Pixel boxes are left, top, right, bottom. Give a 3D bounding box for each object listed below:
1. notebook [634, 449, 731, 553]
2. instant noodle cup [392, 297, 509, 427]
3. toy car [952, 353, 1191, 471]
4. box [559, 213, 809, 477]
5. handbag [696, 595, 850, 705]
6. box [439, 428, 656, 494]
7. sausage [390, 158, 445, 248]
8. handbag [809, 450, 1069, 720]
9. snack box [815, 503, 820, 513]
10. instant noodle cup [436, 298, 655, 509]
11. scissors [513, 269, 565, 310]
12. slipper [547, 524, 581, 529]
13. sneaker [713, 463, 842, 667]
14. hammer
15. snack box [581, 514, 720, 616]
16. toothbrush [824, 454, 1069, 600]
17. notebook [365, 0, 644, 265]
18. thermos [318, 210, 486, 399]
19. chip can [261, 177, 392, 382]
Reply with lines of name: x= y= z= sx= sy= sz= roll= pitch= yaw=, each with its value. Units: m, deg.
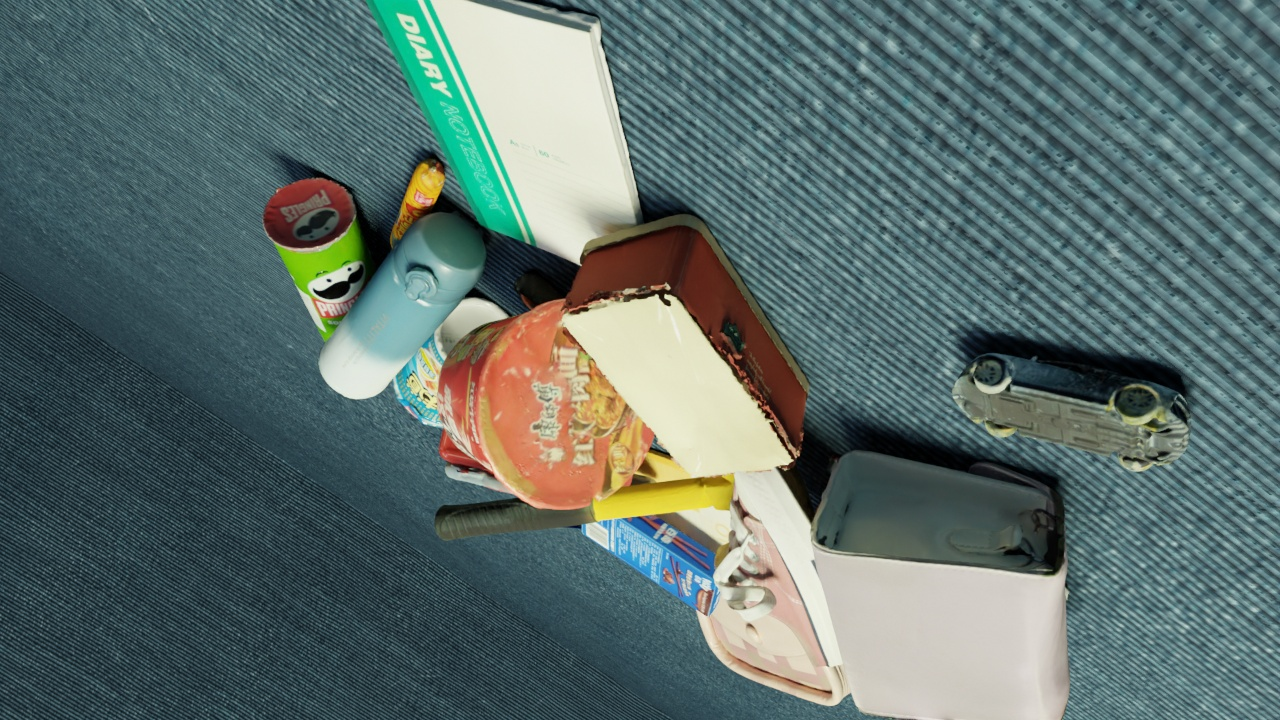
notebook: x=0.046 y=0.149 z=0.873 sx=0.206 sy=0.010 sz=0.146 roll=16 pitch=132 yaw=37
instant noodle cup: x=-0.155 y=-0.002 z=0.792 sx=0.099 sy=0.099 sz=0.110 roll=37 pitch=149 yaw=-10
toy car: x=0.204 y=0.021 z=0.441 sx=0.106 sy=0.031 sz=0.049 roll=14 pitch=150 yaw=35
box: x=0.028 y=0.005 z=0.550 sx=0.091 sy=0.077 sz=0.168 roll=-11 pitch=134 yaw=33
handbag: x=0.119 y=0.236 z=0.945 sx=0.194 sy=0.093 sz=0.234 roll=0 pitch=130 yaw=53
box: x=-0.084 y=0.091 z=0.868 sx=0.202 sy=0.095 sz=0.100 roll=8 pitch=167 yaw=25
sausage: x=-0.165 y=-0.109 z=0.670 sx=0.021 sy=0.021 sz=0.165 roll=37 pitch=157 yaw=-10
handbag: x=0.203 y=0.157 z=0.601 sx=0.145 sy=0.098 sz=0.197 roll=7 pitch=136 yaw=32
snack box: x=0.176 y=0.174 z=0.793 sx=0.075 sy=0.026 sz=0.154 roll=26 pitch=156 yaw=17
instant noodle cup: x=-0.073 y=0.028 z=0.638 sx=0.138 sy=0.137 sz=0.109 roll=45 pitch=159 yaw=-27
scissors: x=-0.002 y=0.004 z=0.686 sx=0.221 sy=0.021 sz=0.234 roll=33 pitch=157 yaw=1
slipper: x=-0.090 y=0.152 z=1.011 sx=0.253 sy=0.095 sz=0.105 roll=33 pitch=155 yaw=-10
sneaker: x=0.095 y=0.149 z=0.676 sx=0.088 sy=0.118 sz=0.241 roll=-19 pitch=124 yaw=8
hammer: x=-0.037 y=0.120 z=0.766 sx=0.301 sy=0.032 sz=0.129 roll=-10 pitch=132 yaw=20
snack box: x=0.011 y=0.183 z=0.897 sx=0.157 sy=0.026 sz=0.085 roll=30 pitch=147 yaw=19
toothbrush: x=0.214 y=0.120 z=0.645 sx=0.187 sy=0.017 sz=0.016 roll=30 pitch=156 yaw=7
notebook: x=-0.067 y=-0.124 z=0.529 sx=0.150 sy=0.012 sz=0.209 roll=23 pitch=156 yaw=23
thermos: x=-0.188 y=-0.039 z=0.711 sx=0.070 sy=0.070 sz=0.221 roll=38 pitch=140 yaw=-13
chip can: x=-0.263 y=-0.059 z=0.813 sx=0.072 sy=0.072 sz=0.236 roll=28 pitch=153 yaw=12
